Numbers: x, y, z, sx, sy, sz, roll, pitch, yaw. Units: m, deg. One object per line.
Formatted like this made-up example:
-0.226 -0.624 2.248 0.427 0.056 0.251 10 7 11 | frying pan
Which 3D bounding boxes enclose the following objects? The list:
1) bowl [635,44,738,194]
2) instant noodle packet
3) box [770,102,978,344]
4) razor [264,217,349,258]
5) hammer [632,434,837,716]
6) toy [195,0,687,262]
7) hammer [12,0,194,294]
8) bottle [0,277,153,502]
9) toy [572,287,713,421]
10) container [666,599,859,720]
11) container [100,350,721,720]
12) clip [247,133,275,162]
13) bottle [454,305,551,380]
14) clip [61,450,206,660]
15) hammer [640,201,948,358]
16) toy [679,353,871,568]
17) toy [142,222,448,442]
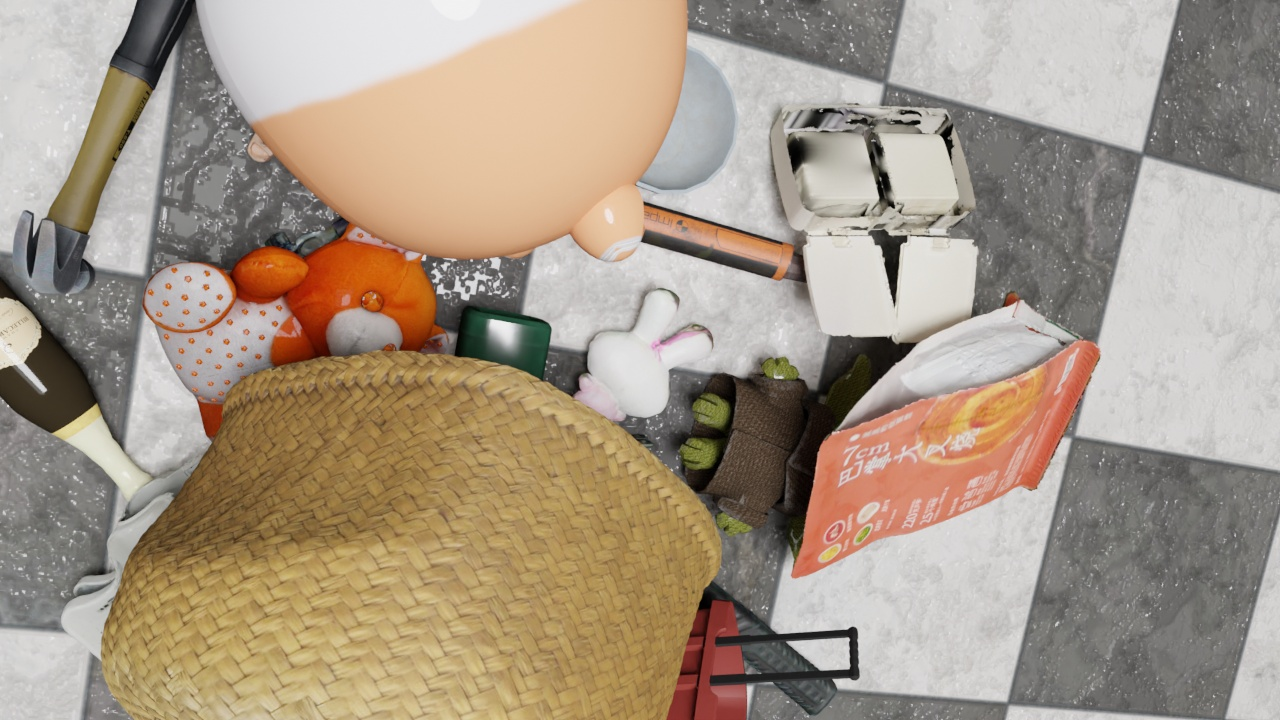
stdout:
0.014 -0.171 0.658 0.106 0.039 0.106 -2 95 -20 | bowl
0.205 0.068 0.660 0.220 0.084 0.165 -25 140 -24 | instant noodle packet
0.176 -0.102 0.682 0.143 0.050 0.183 -1 70 -13 | box
-0.185 -0.103 0.631 0.144 0.022 0.043 -35 106 -7 | razor
0.041 0.180 0.725 0.318 0.032 0.130 43 86 -16 | hammer
-0.095 -0.185 0.521 0.265 0.263 0.281 -35 115 -27 | toy
-0.296 -0.195 0.553 0.025 0.118 0.333 23 87 -18 | hammer
-0.374 0.028 0.592 0.045 0.045 0.184 -34 112 -7 | bottle
-0.004 0.004 0.685 0.122 0.038 0.079 -43 118 -5 | toy
0.055 0.250 0.647 0.201 0.147 0.127 -4 118 14 | container
-0.122 0.153 0.521 0.307 0.308 0.196 27 59 -16 | container
-0.234 -0.155 0.602 0.024 0.041 0.060 40 82 -14 | clip
-0.106 0.031 0.650 0.061 0.061 0.131 10 96 -18 | bottle
-0.302 0.147 0.600 0.152 0.096 0.126 -36 116 -10 | clip
0.084 -0.067 0.683 0.314 0.035 0.137 14 71 -11 | hammer
0.103 0.069 0.699 0.152 0.078 0.179 17 91 -17 | toy
-0.214 -0.017 0.598 0.172 0.093 0.164 -18 133 -15 | toy
